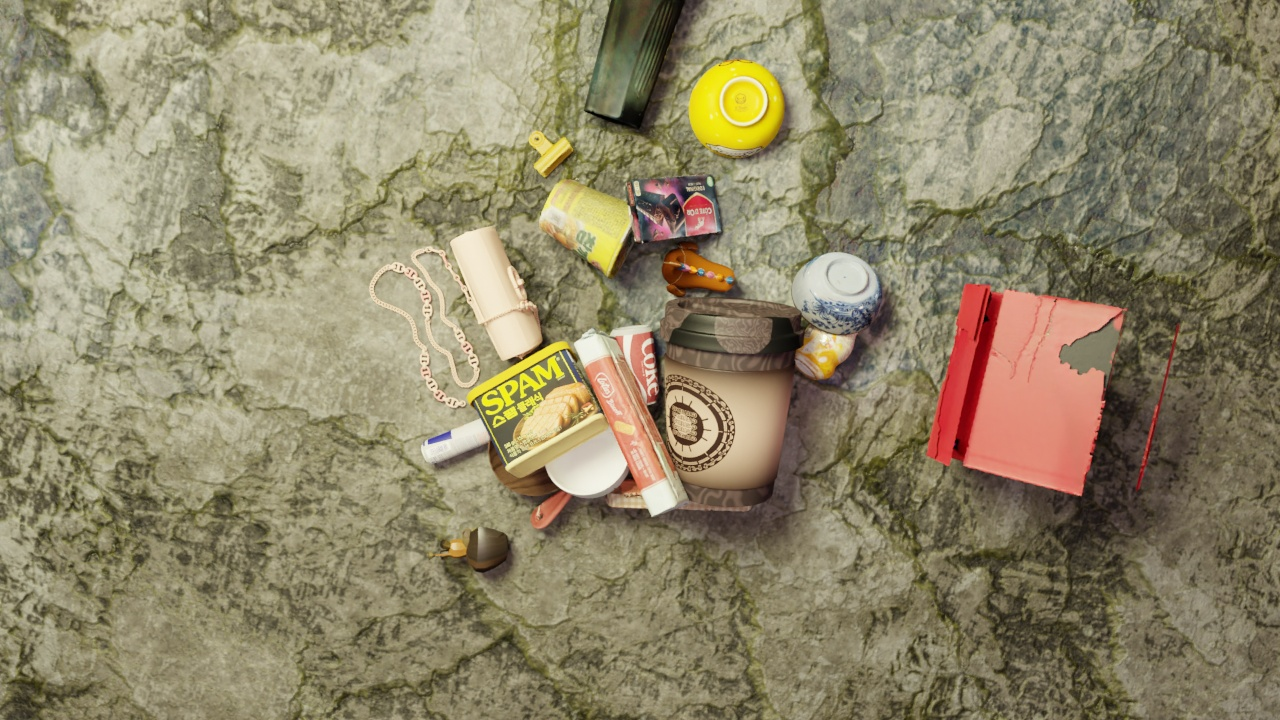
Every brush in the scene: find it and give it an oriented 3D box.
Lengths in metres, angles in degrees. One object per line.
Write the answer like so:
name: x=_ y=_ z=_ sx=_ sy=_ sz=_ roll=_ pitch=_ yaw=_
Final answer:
brush: x=-0.070 y=0.154 z=1.167 sx=0.172 sy=0.041 sz=0.030 roll=-44 pitch=136 yaw=2

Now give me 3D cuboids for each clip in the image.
clip: x=-0.115 y=-0.258 z=1.124 sx=0.054 sy=0.045 sz=0.048 roll=-42 pitch=121 yaw=4

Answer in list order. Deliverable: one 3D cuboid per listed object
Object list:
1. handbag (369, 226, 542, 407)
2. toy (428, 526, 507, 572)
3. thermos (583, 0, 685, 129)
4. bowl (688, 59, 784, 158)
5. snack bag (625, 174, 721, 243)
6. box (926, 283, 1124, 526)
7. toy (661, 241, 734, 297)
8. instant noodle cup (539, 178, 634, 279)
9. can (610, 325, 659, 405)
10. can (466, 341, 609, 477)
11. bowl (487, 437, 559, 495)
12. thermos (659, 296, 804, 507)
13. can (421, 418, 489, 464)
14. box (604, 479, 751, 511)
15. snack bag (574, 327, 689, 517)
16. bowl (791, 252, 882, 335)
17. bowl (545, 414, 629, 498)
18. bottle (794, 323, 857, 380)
handbag: x=-0.220 y=-0.046 z=1.099 sx=0.187 sy=0.116 sz=0.199 roll=-23 pitch=97 yaw=0
toy: x=-0.217 y=0.238 z=1.161 sx=0.100 sy=0.062 sz=0.076 roll=-1 pitch=133 yaw=-17
thermos: x=-0.003 y=-0.392 z=1.084 sx=0.098 sy=0.098 sz=0.221 roll=17 pitch=100 yaw=-4
bowl: x=0.120 y=-0.307 z=1.108 sx=0.117 sy=0.067 sz=0.117 roll=0 pitch=96 yaw=-3
snack bag: x=0.041 y=-0.183 z=1.097 sx=0.154 sy=0.018 sz=0.074 roll=-16 pitch=98 yaw=-46
box: x=0.394 y=0.026 z=0.995 sx=0.107 sy=0.409 sz=0.211 roll=12 pitch=95 yaw=8
toy: x=0.071 y=-0.107 z=1.114 sx=0.090 sy=0.103 sz=0.070 roll=15 pitch=94 yaw=3
instant noodle cup: x=-0.060 y=-0.165 z=1.108 sx=0.108 sy=0.102 sz=0.102 roll=28 pitch=94 yaw=3
can: x=-0.007 y=0.007 z=1.146 sx=0.054 sy=0.054 sz=0.096 roll=-7 pitch=97 yaw=-2
can: x=-0.118 y=0.060 z=1.081 sx=0.135 sy=0.075 sz=0.104 roll=-30 pitch=72 yaw=-1
bowl: x=-0.134 y=0.109 z=1.157 sx=0.119 sy=0.032 sz=0.119 roll=-1 pitch=95 yaw=-15
thermos: x=0.104 y=0.047 z=1.105 sx=0.172 sy=0.172 sz=0.226 roll=2 pitch=102 yaw=-3
can: x=-0.227 y=0.101 z=1.157 sx=0.095 sy=0.032 sz=0.032 roll=-22 pitch=97 yaw=0
box: x=0.047 y=0.174 z=1.157 sx=0.187 sy=0.079 sz=0.054 roll=2 pitch=69 yaw=-1
snack bag: x=-0.010 y=0.072 z=1.068 sx=0.041 sy=0.077 sz=0.225 roll=-29 pitch=78 yaw=12
bowl: x=0.245 y=-0.091 z=1.121 sx=0.114 sy=0.045 sz=0.114 roll=2 pitch=61 yaw=-4
bowl: x=-0.060 y=0.118 z=1.119 sx=0.105 sy=0.054 sz=0.104 roll=-4 pitch=70 yaw=10
bottle: x=0.239 y=-0.028 z=1.148 sx=0.063 sy=0.063 sz=0.109 roll=44 pitch=81 yaw=-6
